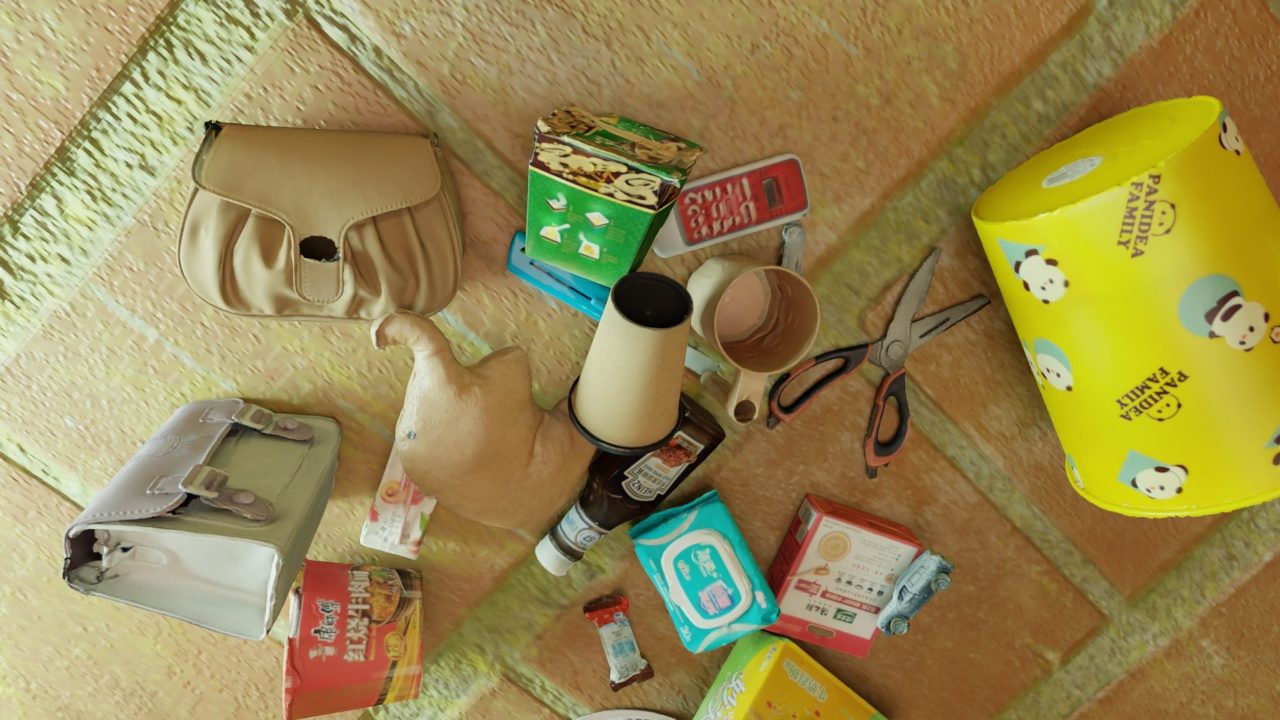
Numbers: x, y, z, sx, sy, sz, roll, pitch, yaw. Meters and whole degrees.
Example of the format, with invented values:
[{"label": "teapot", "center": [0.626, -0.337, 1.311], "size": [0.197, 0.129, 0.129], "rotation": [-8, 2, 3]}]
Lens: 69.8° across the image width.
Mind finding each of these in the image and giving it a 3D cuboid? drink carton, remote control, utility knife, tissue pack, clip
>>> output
[{"label": "drink carton", "center": [-0.196, 0.106, 0.788], "size": [0.053, 0.045, 0.123], "rotation": [19, 105, -11]}, {"label": "remote control", "center": [0.071, -0.127, 0.754], "size": [0.136, 0.020, 0.056], "rotation": [-16, 110, -1]}, {"label": "utility knife", "center": [-0.019, -0.041, 0.775], "size": [0.214, 0.018, 0.034], "rotation": [30, 102, -16]}, {"label": "tissue pack", "center": [0.057, 0.189, 0.826], "size": [0.093, 0.050, 0.133], "rotation": [-29, 87, 4]}, {"label": "clip", "center": [0.128, -0.088, 0.774], "size": [0.025, 0.032, 0.057], "rotation": [3, 112, -6]}]

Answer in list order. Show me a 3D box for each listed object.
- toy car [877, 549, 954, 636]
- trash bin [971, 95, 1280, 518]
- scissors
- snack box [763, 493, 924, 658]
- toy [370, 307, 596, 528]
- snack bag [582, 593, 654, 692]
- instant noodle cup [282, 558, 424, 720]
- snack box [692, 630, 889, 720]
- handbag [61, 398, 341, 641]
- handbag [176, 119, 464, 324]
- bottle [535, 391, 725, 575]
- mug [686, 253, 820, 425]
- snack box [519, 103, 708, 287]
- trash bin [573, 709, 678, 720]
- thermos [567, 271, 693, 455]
[{"label": "toy car", "center": [0.247, 0.211, 0.830], "size": [0.034, 0.043, 0.090], "rotation": [41, 95, 9]}, {"label": "trash bin", "center": [0.402, -0.047, 0.719], "size": [0.230, 0.229, 0.255], "rotation": [-31, 104, 4]}, {"label": "scissors", "center": [0.211, 0.005, 0.818], "size": [0.189, 0.015, 0.227], "rotation": [3, 107, -7]}, {"label": "snack box", "center": [0.185, 0.203, 0.864], "size": [0.113, 0.044, 0.127], "rotation": [20, 104, -13]}, {"label": "toy", "center": [-0.130, 0.053, 0.728], "size": [0.226, 0.083, 0.143], "rotation": [38, 78, -39]}, {"label": "snack bag", "center": [-0.020, 0.270, 0.873], "size": [0.045, 0.026, 0.105], "rotation": [-20, 111, -9]}, {"label": "instant noodle cup", "center": [-0.243, 0.237, 0.788], "size": [0.108, 0.138, 0.138], "rotation": [3, 108, -17]}, {"label": "snack box", "center": [0.151, 0.378, 0.872], "size": [0.210, 0.070, 0.157], "rotation": [41, 69, -16]}, {"label": "handbag", "center": [-0.319, 0.105, 0.695], "size": [0.145, 0.196, 0.098], "rotation": [10, 109, -10]}, {"label": "handbag", "center": [-0.235, -0.099, 0.686], "size": [0.204, 0.099, 0.148], "rotation": [0, 111, -11]}, {"label": "bottle", "center": [-0.015, 0.111, 0.804], "size": [0.195, 0.044, 0.080], "rotation": [-46, 133, 10]}, {"label": "mug", "center": [0.081, -0.022, 0.739], "size": [0.084, 0.103, 0.125], "rotation": [9, 102, -14]}, {"label": "snack box", "center": [-0.025, -0.121, 0.696], "size": [0.117, 0.118, 0.106], "rotation": [21, 117, 7]}, {"label": "trash bin", "center": [-0.013, 0.480, 0.858], "size": [0.227, 0.192, 0.228], "rotation": [-2, 108, -6]}, {"label": "thermos", "center": [-0.004, 0.004, 0.700], "size": [0.093, 0.092, 0.144], "rotation": [5, 136, -8]}]
